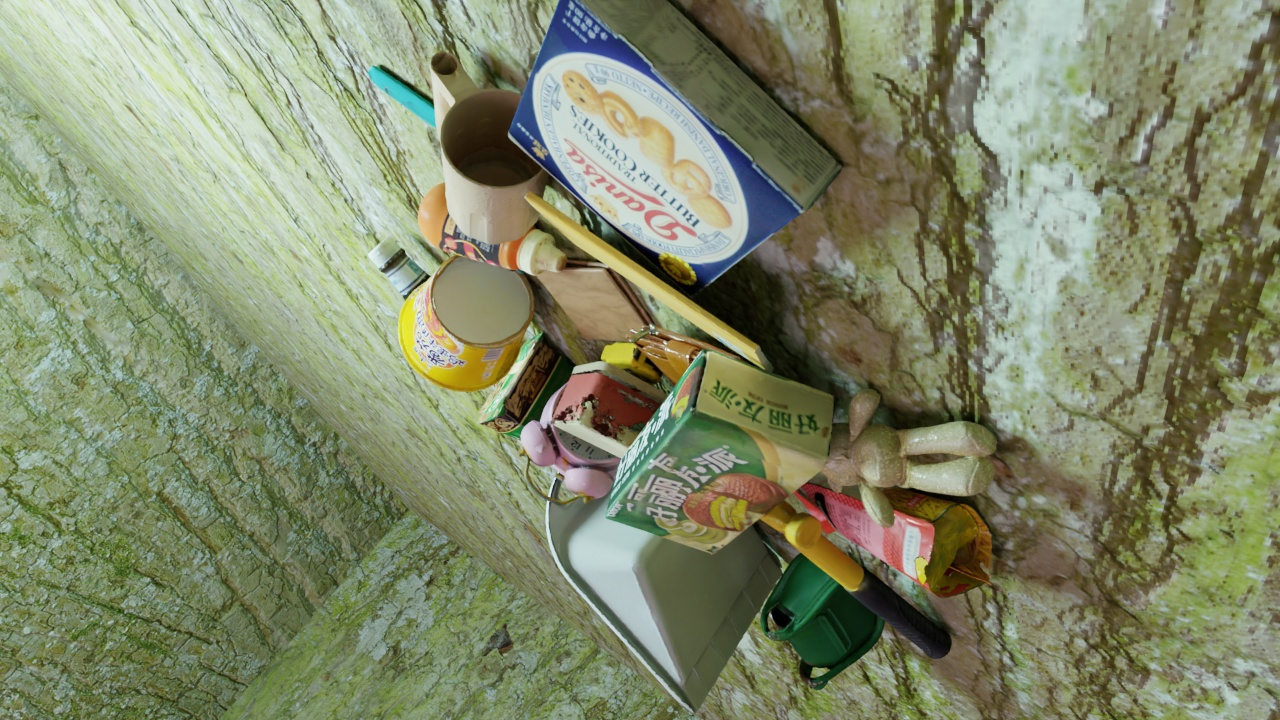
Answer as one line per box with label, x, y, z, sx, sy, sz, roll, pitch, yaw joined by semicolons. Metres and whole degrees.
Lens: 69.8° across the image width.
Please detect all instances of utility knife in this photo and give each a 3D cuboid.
utility knife;-0.181;-0.212;0.802;0.151;0.013;0.029;36;153;10

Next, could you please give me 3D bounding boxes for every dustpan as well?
dustpan;0.017;0.214;1.041;0.143;0.222;0.258;2;127;41

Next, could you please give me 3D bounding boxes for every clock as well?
clock;-0.059;0.083;0.977;0.117;0.158;0.060;38;159;4

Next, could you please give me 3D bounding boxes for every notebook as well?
notebook;0.012;-0.056;0.714;0.206;0.010;0.146;35;-179;14

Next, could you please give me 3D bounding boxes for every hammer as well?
hammer;0.207;0.210;0.888;0.300;0.033;0.129;40;174;-26

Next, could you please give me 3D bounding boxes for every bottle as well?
bottle;-0.134;-0.116;0.853;0.149;0.066;0.067;25;155;19
bottle;-0.248;-0.065;1.108;0.195;0.079;0.044;49;154;-17

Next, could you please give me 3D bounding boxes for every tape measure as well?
tape measure;-0.005;0.005;0.892;0.057;0.028;0.060;31;163;-34

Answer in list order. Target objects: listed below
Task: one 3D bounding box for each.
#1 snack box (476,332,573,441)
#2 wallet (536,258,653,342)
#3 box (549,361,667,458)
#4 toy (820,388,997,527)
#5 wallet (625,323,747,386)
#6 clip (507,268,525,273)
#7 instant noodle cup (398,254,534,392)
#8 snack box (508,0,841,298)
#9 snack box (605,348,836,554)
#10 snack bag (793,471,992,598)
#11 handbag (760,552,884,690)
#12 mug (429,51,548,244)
snack box;-0.116;0.049;1.090;0.105;0.118;0.118;33;162;-15
wallet;-0.041;-0.056;0.870;0.115;0.020;0.101;9;145;49
box;0.001;0.075;0.905;0.168;0.080;0.091;29;164;-21
toy;0.191;0.070;0.683;0.158;0.066;0.105;-7;97;57
wallet;0.058;0.008;0.793;0.131;0.035;0.119;21;169;42
clip;-0.136;-0.110;0.924;0.047;0.014;0.057;20;150;46
instant noodle cup;-0.180;-0.047;0.974;0.138;0.137;0.110;42;151;-5
snack box;0.011;-0.136;0.588;0.178;0.045;0.183;41;158;-5
snack box;0.059;0.086;0.775;0.114;0.063;0.241;20;148;-9
snack bag;0.197;0.140;0.801;0.128;0.073;0.208;39;167;-27
handbag;0.197;0.279;0.990;0.068;0.120;0.131;23;156;50
mug;-0.125;-0.164;0.722;0.124;0.084;0.104;53;161;8
